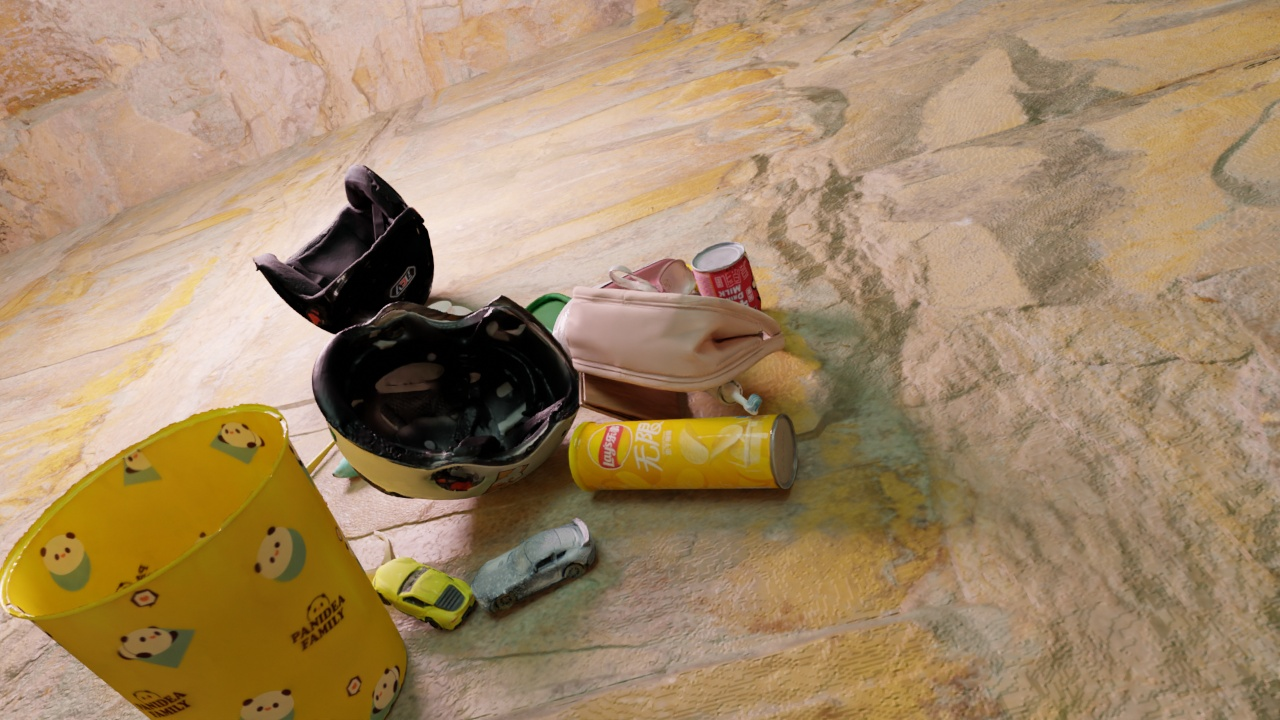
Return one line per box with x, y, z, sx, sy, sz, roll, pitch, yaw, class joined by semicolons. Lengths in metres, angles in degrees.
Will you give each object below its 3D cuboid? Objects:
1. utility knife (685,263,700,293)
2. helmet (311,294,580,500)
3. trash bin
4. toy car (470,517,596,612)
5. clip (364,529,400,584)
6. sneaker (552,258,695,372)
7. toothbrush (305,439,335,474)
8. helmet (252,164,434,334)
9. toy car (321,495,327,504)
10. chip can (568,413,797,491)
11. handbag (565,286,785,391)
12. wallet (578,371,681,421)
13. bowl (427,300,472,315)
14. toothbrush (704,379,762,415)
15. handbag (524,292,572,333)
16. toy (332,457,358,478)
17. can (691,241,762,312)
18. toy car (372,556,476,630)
0.083;-0.104;1.209;0.033;0.015;0.156;-34;32;-14;utility knife
-0.204;0.058;0.977;0.273;0.157;0.230;-14;53;-28;helmet
-0.334;0.204;0.762;0.230;0.255;0.229;-17;31;10;trash bin
-0.099;0.188;0.847;0.120;0.037;0.054;-26;31;-9;toy car
-0.252;0.205;0.927;0.102;0.035;0.095;-2;37;23;clip
-0.004;-0.065;1.115;0.088;0.118;0.240;-13;17;49;sneaker
-0.423;0.138;1.160;0.017;0.016;0.189;-7;34;32;toothbrush
-0.425;-0.144;1.396;0.275;0.230;0.233;17;63;49;helmet
-0.370;0.197;1.004;0.053;0.045;0.120;-20;36;9;toy car
0.038;0.090;0.879;0.214;0.072;0.071;-4;35;28;chip can
0.057;-0.030;0.977;0.194;0.093;0.233;9;10;41;handbag
-0.012;0.036;0.986;0.115;0.020;0.101;18;27;-15;wallet
-0.279;-0.045;1.306;0.118;0.065;0.118;-16;32;10;bowl
0.082;0.027;0.928;0.026;0.026;0.221;-64;14;3;toothbrush
-0.119;-0.024;1.164;0.120;0.068;0.131;-36;33;-20;handbag
-0.333;0.116;1.125;0.092;0.030;0.096;-22;25;-3;toy
0.104;-0.085;1.088;0.066;0.094;0.066;-16;31;10;can
-0.205;0.214;0.859;0.105;0.032;0.048;17;47;21;toy car
